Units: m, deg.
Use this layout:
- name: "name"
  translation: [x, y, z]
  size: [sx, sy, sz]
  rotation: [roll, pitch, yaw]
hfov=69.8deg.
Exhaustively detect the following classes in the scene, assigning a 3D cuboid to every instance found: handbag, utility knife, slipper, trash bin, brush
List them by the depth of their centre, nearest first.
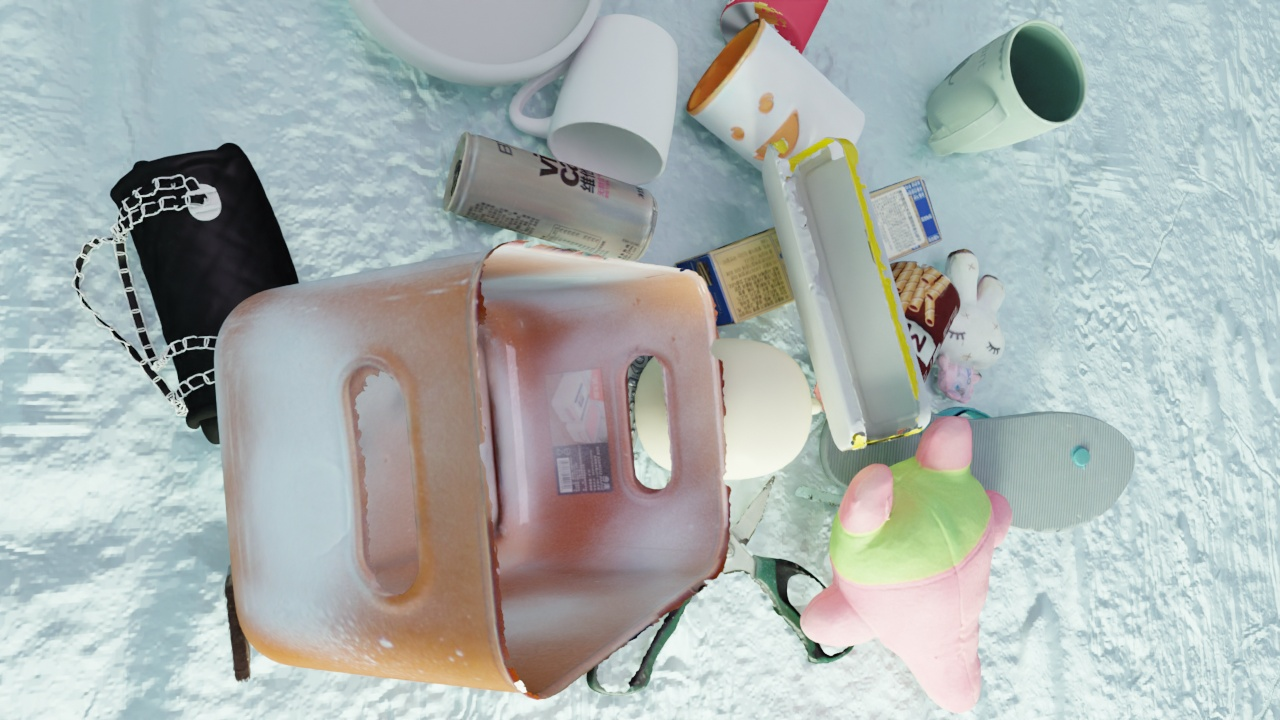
- name: "trash bin"
  translation: [-0.069, 0.045, 0.473]
  size: [0.259, 0.158, 0.181]
  rotation: [-6, 92, -67]
- name: "brush"
  translation: [-0.207, 0.119, 0.475]
  size: [0.008, 0.143, 0.045]
  rotation: [-6, 95, -22]
- name: "handbag"
  translation: [-0.239, -0.031, 0.487]
  size: [0.114, 0.125, 0.153]
  rotation: [-14, 90, -24]
- name: "utility knife"
  translation: [0.196, 0.123, 0.720]
  size: [0.176, 0.015, 0.022]
  rotation: [13, 80, -19]
- name: "slipper"
  translation: [0.266, 0.085, 0.740]
  size: [0.268, 0.055, 0.098]
  rotation: [5, 85, -11]

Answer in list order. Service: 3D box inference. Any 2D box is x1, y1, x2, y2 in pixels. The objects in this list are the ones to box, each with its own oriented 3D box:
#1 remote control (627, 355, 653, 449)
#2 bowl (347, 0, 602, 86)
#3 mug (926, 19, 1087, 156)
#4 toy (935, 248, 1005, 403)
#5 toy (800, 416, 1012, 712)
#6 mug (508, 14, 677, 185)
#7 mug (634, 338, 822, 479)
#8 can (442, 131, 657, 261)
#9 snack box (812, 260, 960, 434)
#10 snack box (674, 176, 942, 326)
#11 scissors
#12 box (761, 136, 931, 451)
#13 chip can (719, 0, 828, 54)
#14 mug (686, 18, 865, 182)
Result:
- name: "remote control"
  translation: [-0.004, 0.004, 0.645]
  size: [0.033, 0.013, 0.136]
  rotation: [21, 76, -20]
- name: "bowl"
  translation: [-0.115, -0.258, 0.597]
  size: [0.176, 0.066, 0.176]
  rotation: [3, 83, -23]
- name: "mug"
  translation: [0.281, -0.205, 0.741]
  size: [0.111, 0.104, 0.084]
  rotation: [-44, 102, -22]
- name: "toy"
  translation: [0.269, -0.026, 0.753]
  size: [0.079, 0.038, 0.122]
  rotation: [18, 80, -28]
- name: "toy"
  translation: [0.206, 0.158, 0.669]
  size: [0.191, 0.097, 0.237]
  rotation: [-26, 112, -16]
- name: "mug"
  translation: [-0.031, -0.180, 0.628]
  size: [0.114, 0.081, 0.087]
  rotation: [8, 72, 9]
- name: "mug"
  translation: [0.071, 0.032, 0.621]
  size: [0.120, 0.100, 0.096]
  rotation: [-1, 89, -33]
- name: "can"
  translation: [-0.059, -0.106, 0.612]
  size: [0.135, 0.054, 0.054]
  rotation: [15, 79, -21]
- name: "snack box"
  translation: [0.186, -0.010, 0.685]
  size: [0.072, 0.072, 0.121]
  rotation: [43, 58, -13]
- name: "snack box"
  translation: [0.129, -0.082, 0.690]
  size: [0.206, 0.057, 0.056]
  rotation: [-22, 94, -25]
- name: "scissors"
  translation: [0.058, 0.182, 0.653]
  size: [0.203, 0.015, 0.201]
  rotation: [-45, 102, -19]
- name: "box"
  translation: [0.128, -0.045, 0.610]
  size: [0.070, 0.067, 0.210]
  rotation: [-10, 81, -20]
- name: "chip can"
  translation: [0.137, -0.334, 0.713]
  size: [0.069, 0.069, 0.220]
  rotation: [32, 73, -17]
- name: "mug"
  translation: [0.099, -0.183, 0.673]
  size: [0.105, 0.082, 0.082]
  rotation: [35, 72, -17]
